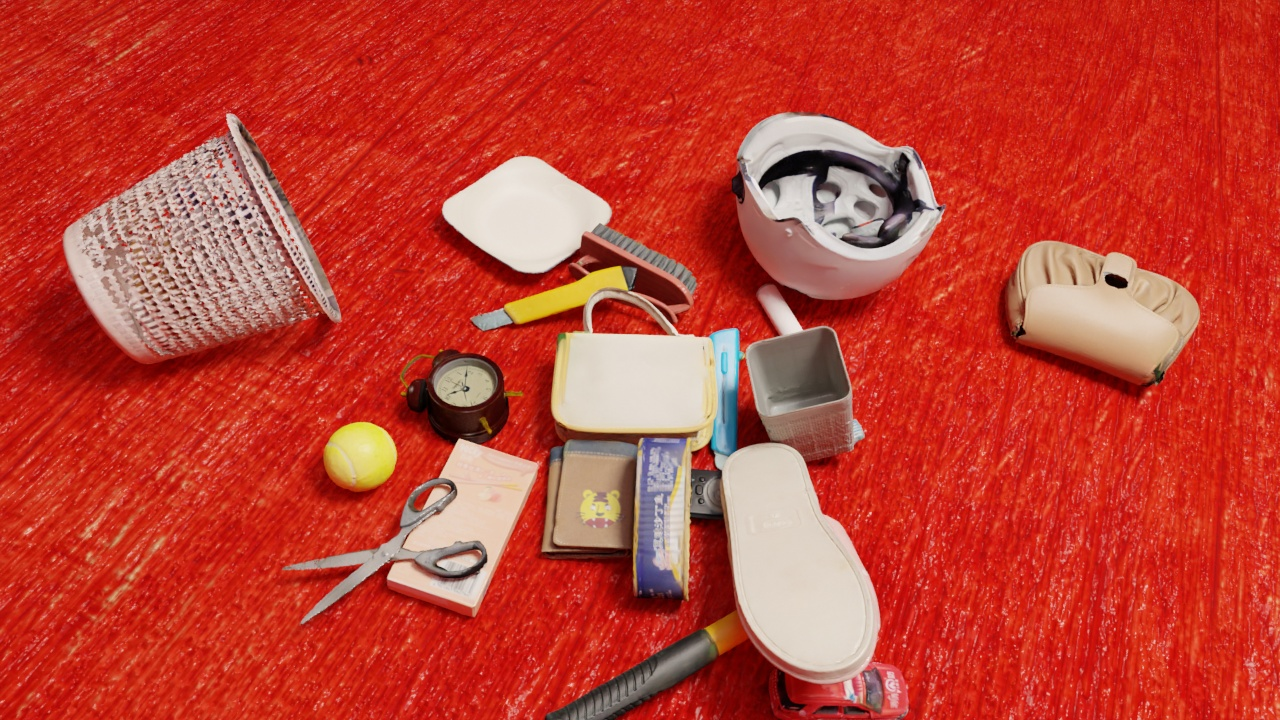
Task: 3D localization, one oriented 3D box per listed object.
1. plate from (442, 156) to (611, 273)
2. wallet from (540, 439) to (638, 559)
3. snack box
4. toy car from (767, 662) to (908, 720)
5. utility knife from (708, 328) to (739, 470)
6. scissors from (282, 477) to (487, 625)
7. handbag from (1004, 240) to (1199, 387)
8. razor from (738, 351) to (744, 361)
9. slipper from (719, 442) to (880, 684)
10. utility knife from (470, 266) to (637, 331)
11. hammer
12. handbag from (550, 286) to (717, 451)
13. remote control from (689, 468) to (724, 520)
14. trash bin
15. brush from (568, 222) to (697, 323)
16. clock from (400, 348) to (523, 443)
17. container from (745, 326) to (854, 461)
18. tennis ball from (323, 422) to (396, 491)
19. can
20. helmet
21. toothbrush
[{"bbox_3d":[-0.135,-0.169,1.099,0.163,0.034,0.163,35,56,19],"label":"plate"},{"bbox_3d":[-0.047,0.132,0.873,0.090,0.033,0.115,0,54,4],"label":"wallet"},{"bbox_3d":[-0.161,0.151,0.849,0.084,0.026,0.156,17,51,6],"label":"snack box"},{"bbox_3d":[0.171,0.283,0.782,0.120,0.045,0.052,3,53,-8],"label":"toy car"},{"bbox_3d":[0.087,0.041,0.959,0.034,0.018,0.161,3,67,-4],"label":"utility knife"},{"bbox_3d":[-0.218,0.169,0.806,0.159,0.014,0.178,18,55,12],"label":"scissors"},{"bbox_3d":[0.532,-0.060,1.065,0.204,0.100,0.147,21,56,13],"label":"handbag"},{"bbox_3d":[0.048,0.003,0.994,0.132,0.028,0.043,-7,72,-10],"label":"razor"},{"bbox_3d":[0.129,0.170,0.794,0.114,0.054,0.274,-14,33,0],"label":"slipper"},{"bbox_3d":[-0.094,-0.067,1.010,0.192,0.015,0.033,-17,80,1],"label":"utility knife"},{"bbox_3d":[0.058,0.244,0.787,0.300,0.033,0.129,-24,31,-18],"label":"hammer"},{"bbox_3d":[-0.006,0.006,0.947,0.163,0.063,0.178,1,60,0],"label":"handbag"},{"bbox_3d":[0.063,0.132,0.896,0.136,0.024,0.053,5,52,2],"label":"remote control"},{"bbox_3d":[-0.436,-0.101,0.908,0.192,0.228,0.227,-26,59,-11],"label":"trash bin"},{"bbox_3d":[-0.007,-0.092,1.041,0.146,0.063,0.069,28,57,12],"label":"brush"},{"bbox_3d":[-0.184,0.032,0.922,0.122,0.055,0.081,26,53,15],"label":"clock"},{"bbox_3d":[0.163,0.041,0.915,0.090,0.114,0.090,-13,52,9],"label":"container"},{"bbox_3d":[-0.262,0.090,0.859,0.065,0.066,0.065,4,52,-5],"label":"tennis ball"},{"bbox_3d":[0.021,0.143,0.836,0.049,0.075,0.148,1,73,5],"label":"can"},{"bbox_3d":[0.216,-0.166,1.076,0.228,0.146,0.258,-11,46,-18],"label":"helmet"},{"bbox_3d":[0.186,0.001,1.015,0.026,0.026,0.220,-35,56,14],"label":"toothbrush"}]
